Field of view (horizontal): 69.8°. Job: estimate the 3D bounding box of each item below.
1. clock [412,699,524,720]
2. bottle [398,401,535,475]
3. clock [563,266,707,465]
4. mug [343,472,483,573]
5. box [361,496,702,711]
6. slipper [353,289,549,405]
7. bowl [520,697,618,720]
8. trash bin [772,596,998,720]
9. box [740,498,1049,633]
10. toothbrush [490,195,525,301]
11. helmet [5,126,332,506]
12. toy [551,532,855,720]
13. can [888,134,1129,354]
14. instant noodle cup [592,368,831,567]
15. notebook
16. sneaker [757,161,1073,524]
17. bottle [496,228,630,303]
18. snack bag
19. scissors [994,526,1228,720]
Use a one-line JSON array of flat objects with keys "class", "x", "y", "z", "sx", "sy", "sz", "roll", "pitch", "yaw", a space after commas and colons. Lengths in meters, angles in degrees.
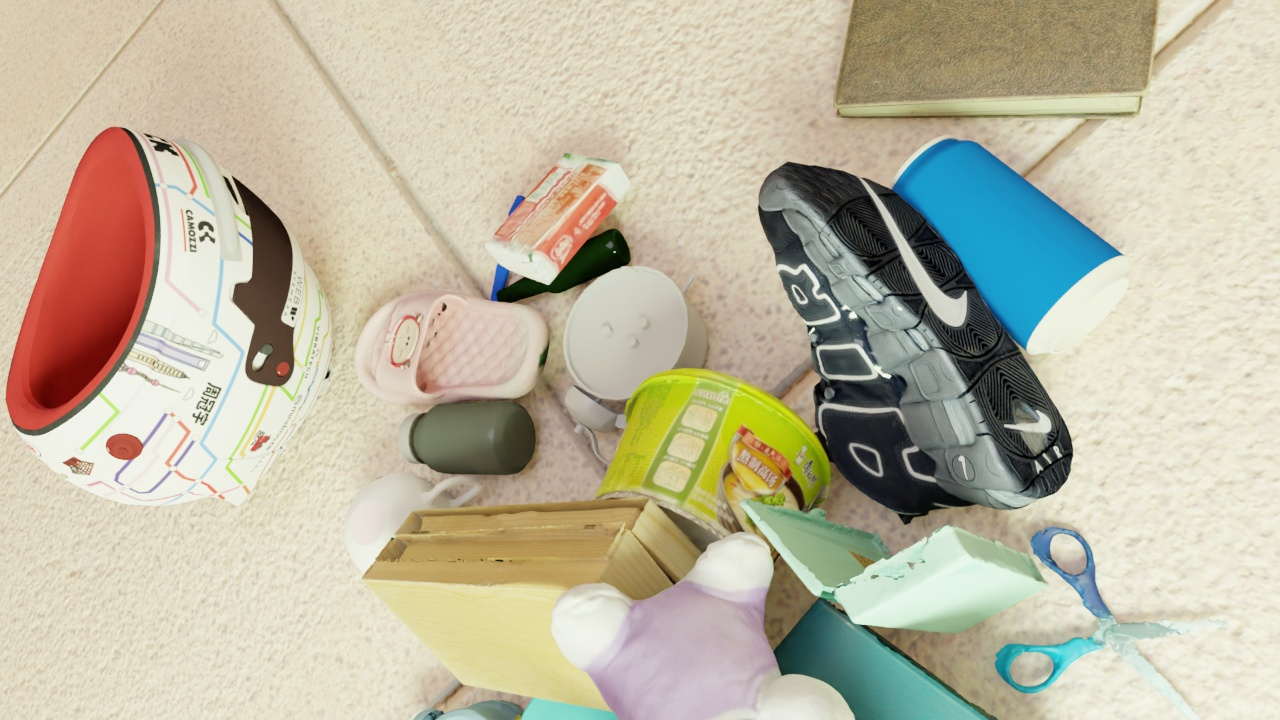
[{"class": "clock", "x": -0.133, "y": 0.305, "z": 0.688, "sx": 0.125, "sy": 0.051, "sz": 0.088, "roll": -17, "pitch": 70, "yaw": 22}, {"class": "bottle", "x": -0.145, "y": 0.064, "z": 0.760, "sx": 0.109, "sy": 0.060, "sz": 0.060, "roll": -3, "pitch": 74, "yaw": 27}, {"class": "clock", "x": -0.004, "y": 0.004, "z": 0.703, "sx": 0.120, "sy": 0.061, "sz": 0.159, "roll": -4, "pitch": 73, "yaw": 27}, {"class": "mug", "x": -0.185, "y": 0.129, "z": 0.753, "sx": 0.124, "sy": 0.076, "sz": 0.090, "roll": -35, "pitch": 62, "yaw": 14}, {"class": "box", "x": -0.062, "y": 0.155, "z": 0.605, "sx": 0.250, "sy": 0.128, "sz": 0.091, "roll": -13, "pitch": 28, "yaw": 44}, {"class": "slipper", "x": -0.169, "y": -0.013, "z": 0.792, "sx": 0.222, "sy": 0.055, "sz": 0.106, "roll": 2, "pitch": 77, "yaw": 34}, {"class": "bowl", "x": -0.026, "y": 0.280, "z": 0.642, "sx": 0.121, "sy": 0.046, "sz": 0.121, "roll": -8, "pitch": 72, "yaw": 26}, {"class": "trash bin", "x": 0.108, "y": 0.269, "z": 0.500, "sx": 0.196, "sy": 0.199, "sz": 0.218, "roll": 33, "pitch": 85, "yaw": 31}, {"class": "box", "x": 0.149, "y": 0.106, "z": 0.514, "sx": 0.112, "sy": 0.187, "sz": 0.078, "roll": 42, "pitch": 100, "yaw": 39}, {"class": "toothbrush", "x": -0.128, "y": -0.059, "z": 0.815, "sx": 0.017, "sy": 0.011, "sz": 0.186, "roll": 9, "pitch": 80, "yaw": 29}, {"class": "helmet", "x": -0.392, "y": -0.024, "z": 0.813, "sx": 0.231, "sy": 0.235, "sz": 0.314, "roll": 25, "pitch": 95, "yaw": 35}, {"class": "toy", "x": 0.038, "y": 0.187, "z": 0.411, "sx": 0.137, "sy": 0.086, "sz": 0.209, "roll": -15, "pitch": 48, "yaw": -14}, {"class": "can", "x": 0.232, "y": -0.075, "z": 0.591, "sx": 0.079, "sy": 0.079, "sz": 0.146, "roll": -44, "pitch": 60, "yaw": 9}, {"class": "instant noodle cup", "x": 0.041, "y": 0.086, "z": 0.594, "sx": 0.146, "sy": 0.146, "sz": 0.097, "roll": 10, "pitch": 51, "yaw": 30}, {"class": "notebook", "x": 0.259, "y": -0.263, "z": 0.659, "sx": 0.216, "sy": 0.034, "sz": 0.190, "roll": 8, "pitch": 78, "yaw": 30}, {"class": "sneaker", "x": 0.141, "y": 0.000, "z": 0.591, "sx": 0.252, "sy": 0.097, "sz": 0.151, "roll": 56, "pitch": 138, "yaw": 11}, {"class": "bottle", "x": -0.068, "y": -0.074, "z": 0.777, "sx": 0.123, "sy": 0.033, "sz": 0.033, "roll": -21, "pitch": 67, "yaw": 22}, {"class": "snack bag", "x": -0.069, "y": -0.120, "z": 0.764, "sx": 0.077, "sy": 0.036, "sz": 0.115, "roll": 23, "pitch": 69, "yaw": 47}, {"class": "scissors", "x": 0.271, "y": 0.152, "z": 0.541, "sx": 0.128, "sy": 0.014, "sz": 0.127, "roll": -13, "pitch": 68, "yaw": 25}]
